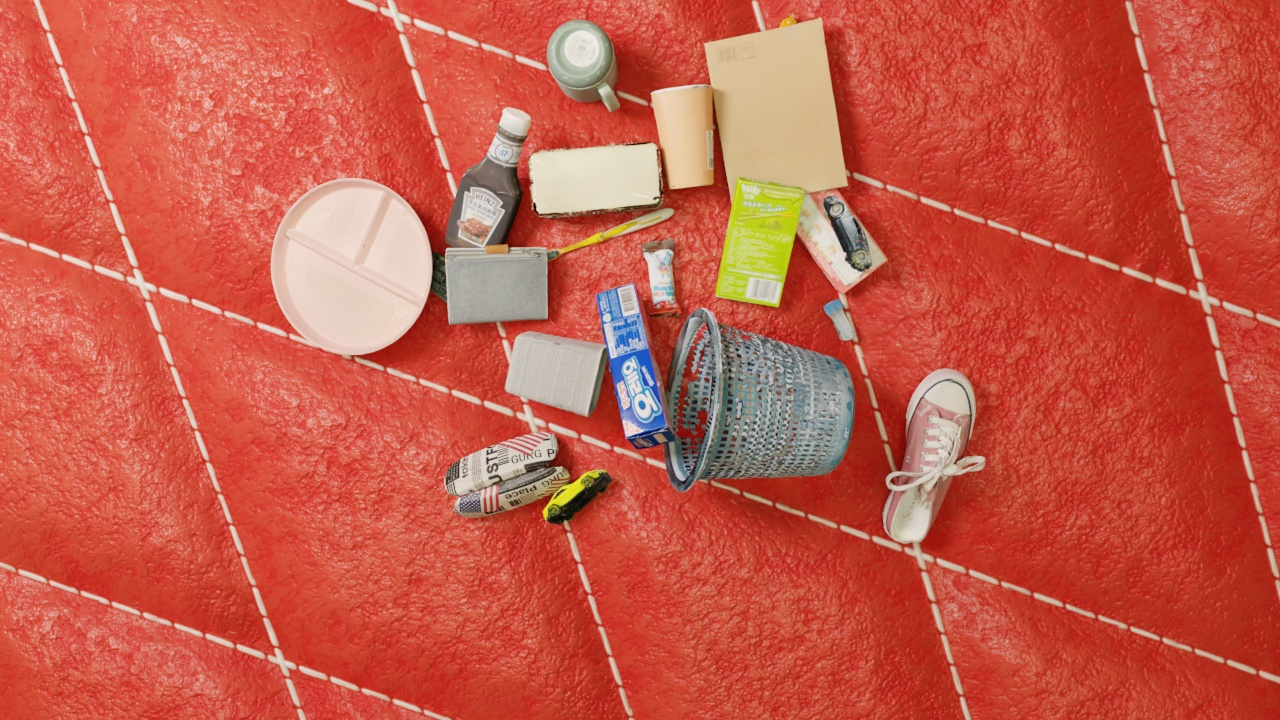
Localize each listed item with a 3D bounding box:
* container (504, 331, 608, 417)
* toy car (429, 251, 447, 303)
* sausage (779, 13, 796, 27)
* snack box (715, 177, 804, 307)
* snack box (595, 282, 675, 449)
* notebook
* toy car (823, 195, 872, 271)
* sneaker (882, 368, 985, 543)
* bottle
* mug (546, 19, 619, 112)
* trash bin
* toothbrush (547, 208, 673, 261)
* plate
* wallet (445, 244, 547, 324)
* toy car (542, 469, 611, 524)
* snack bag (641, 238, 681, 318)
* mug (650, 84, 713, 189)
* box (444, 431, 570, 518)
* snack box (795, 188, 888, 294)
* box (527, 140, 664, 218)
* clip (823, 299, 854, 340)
[{"bbox_3d":[-0.108,0.013,1.195,0.114,0.090,0.090,13,96,4],"label":"container"},{"bbox_3d":[-0.246,-0.098,1.214,0.106,0.031,0.049,37,97,-6],"label":"toy car"},{"bbox_3d":[0.162,-0.365,1.176,0.021,0.021,0.165,24,96,-1],"label":"sausage"},{"bbox_3d":[0.152,-0.151,1.177,0.086,0.026,0.156,9,112,0],"label":"snack box"},{"bbox_3d":[-0.007,0.007,1.157,0.057,0.058,0.207,-16,66,7],"label":"snack box"},{"bbox_3d":[0.172,-0.312,1.162,0.149,0.012,0.211,-10,95,6],"label":"notebook"},{"bbox_3d":[0.262,-0.161,1.154,0.031,0.049,0.105,-27,95,1],"label":"toy car"},{"bbox_3d":[0.379,0.131,1.189,0.118,0.087,0.241,16,97,0],"label":"sneaker"},{"bbox_3d":[-0.186,-0.222,1.159,0.080,0.043,0.195,27,118,1],"label":"bottle"},{"bbox_3d":[-0.064,-0.361,1.142,0.082,0.106,0.112,-35,95,4],"label":"mug"},{"bbox_3d":[0.149,0.060,1.143,0.195,0.226,0.226,8,96,-12],"label":"trash bin"},{"bbox_3d":[-0.046,-0.165,1.206,0.191,0.018,0.016,-19,97,4],"label":"toothbrush"},{"bbox_3d":[-0.375,-0.122,1.201,0.230,0.028,0.229,1,93,12],"label":"plate"},{"bbox_3d":[-0.185,-0.100,1.187,0.129,0.037,0.107,-3,118,-13],"label":"wallet"},{"bbox_3d":[-0.086,0.180,1.234,0.105,0.048,0.032,-39,61,6],"label":"toy car"},{"bbox_3d":[0.028,-0.106,1.207,0.045,0.026,0.105,-6,94,6],"label":"snack bag"},{"bbox_3d":[0.059,-0.282,1.165,0.078,0.078,0.123,-7,101,2],"label":"mug"},{"bbox_3d":[-0.177,0.161,1.237,0.162,0.075,0.087,-19,125,1],"label":"box"},{"bbox_3d":[0.246,-0.168,1.193,0.075,0.025,0.153,-37,94,6],"label":"snack box"},{"bbox_3d":[-0.056,-0.232,1.170,0.168,0.078,0.091,-5,96,2],"label":"box"},{"bbox_3d":[0.263,-0.053,1.210,0.025,0.036,0.058,-29,90,2],"label":"clip"}]
